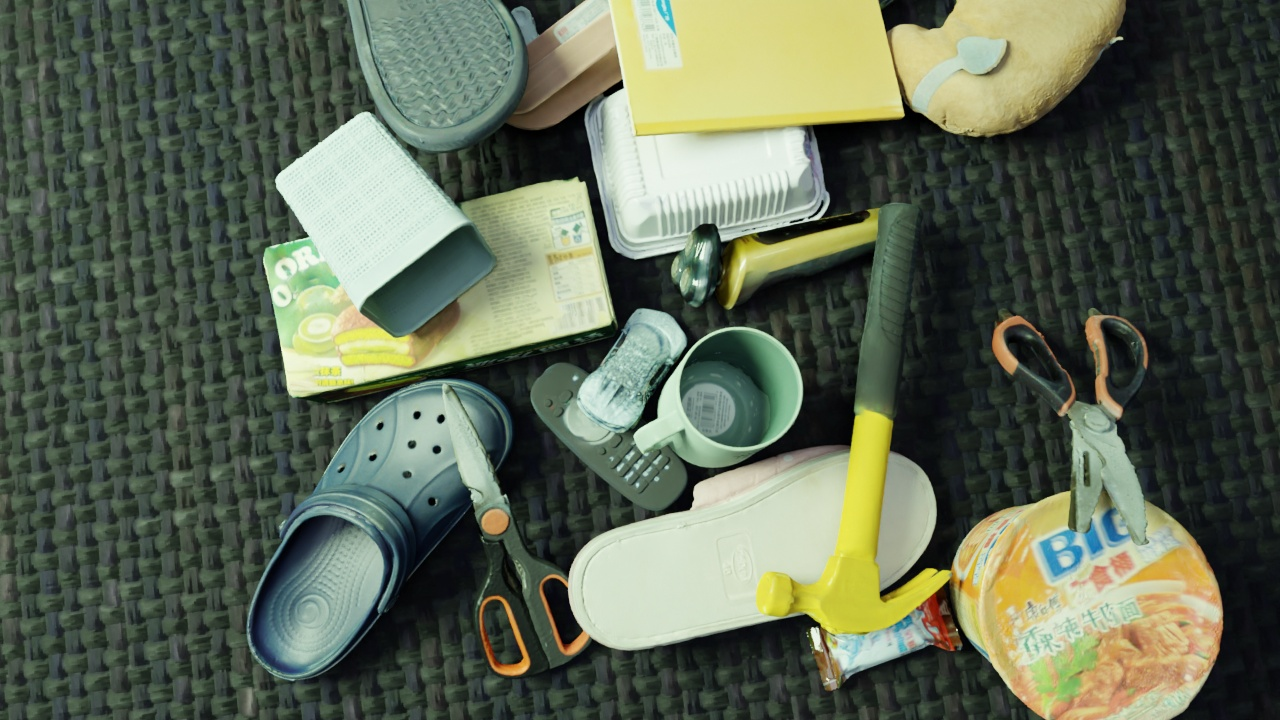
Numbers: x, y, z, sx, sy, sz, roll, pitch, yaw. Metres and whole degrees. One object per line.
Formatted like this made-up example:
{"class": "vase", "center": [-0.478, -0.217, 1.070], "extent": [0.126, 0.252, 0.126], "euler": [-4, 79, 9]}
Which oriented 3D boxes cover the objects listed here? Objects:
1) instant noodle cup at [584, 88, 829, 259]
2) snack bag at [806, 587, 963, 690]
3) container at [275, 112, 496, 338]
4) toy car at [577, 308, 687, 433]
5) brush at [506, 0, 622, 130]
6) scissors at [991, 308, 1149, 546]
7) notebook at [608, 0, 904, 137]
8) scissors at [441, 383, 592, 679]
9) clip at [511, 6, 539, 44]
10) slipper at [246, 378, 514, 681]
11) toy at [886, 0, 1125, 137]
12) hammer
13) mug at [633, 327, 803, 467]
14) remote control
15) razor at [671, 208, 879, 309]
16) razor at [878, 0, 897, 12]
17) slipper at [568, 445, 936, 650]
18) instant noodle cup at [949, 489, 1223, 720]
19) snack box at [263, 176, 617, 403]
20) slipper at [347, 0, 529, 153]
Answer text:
{"class": "instant noodle cup", "center": [0.050, -0.160, 0.689], "extent": [0.173, 0.060, 0.138], "euler": [-11, 83, -1]}
{"class": "snack bag", "center": [0.176, 0.201, 0.663], "extent": [0.104, 0.026, 0.048], "euler": [-16, 72, -1]}
{"class": "container", "center": [-0.170, -0.091, 0.610], "extent": [0.090, 0.090, 0.111], "euler": [-39, 78, -5]}
{"class": "toy car", "center": [-0.004, 0.004, 0.674], "extent": [0.049, 0.031, 0.105], "euler": [33, 65, 2]}
{"class": "brush", "center": [-0.048, -0.226, 0.687], "extent": [0.145, 0.073, 0.063], "euler": [-36, 102, -2]}
{"class": "scissors", "center": [0.295, 0.030, 0.621], "extent": [0.196, 0.015, 0.214], "euler": [-24, 47, -23]}
{"class": "notebook", "center": [0.082, -0.234, 0.659], "extent": [0.206, 0.010, 0.145], "euler": [-8, 80, -14]}
{"class": "scissors", "center": [-0.085, 0.116, 0.644], "extent": [0.125, 0.022, 0.235], "euler": [-1, 103, -14]}
{"class": "clip", "center": [-0.087, -0.248, 0.721], "extent": [0.024, 0.028, 0.057], "euler": [-15, 93, 1]}
{"class": "slipper", "center": [-0.196, 0.115, 0.650], "extent": [0.105, 0.095, 0.253], "euler": [37, 89, 2]}
{"class": "toy", "center": [0.287, -0.262, 0.680], "extent": [0.143, 0.082, 0.226], "euler": [42, 86, 20]}
{"class": "hammer", "center": [0.163, 0.038, 0.637], "extent": [0.128, 0.033, 0.300], "euler": [12, 81, -12]}
{"class": "mug", "center": [0.046, 0.036, 0.636], "extent": [0.111, 0.106, 0.082], "euler": [-26, 82, -13]}
{"class": "remote control", "center": [-0.023, 0.057, 0.684], "extent": [0.136, 0.024, 0.053], "euler": [42, 82, 6]}
{"class": "razor", "center": [0.106, -0.083, 0.682], "extent": [0.167, 0.062, 0.068], "euler": [-15, 118, -5]}
{"class": "razor", "center": [0.183, -0.271, 0.703], "extent": [0.143, 0.022, 0.042], "euler": [-36, 64, 4]}
{"class": "slipper", "center": [0.082, 0.133, 0.656], "extent": [0.274, 0.054, 0.114], "euler": [-16, 87, -11]}
{"class": "instant noodle cup", "center": [0.286, 0.161, 0.621], "extent": [0.151, 0.111, 0.151], "euler": [0, 84, 1]}
{"class": "snack box", "center": [-0.144, -0.049, 0.680], "extent": [0.240, 0.063, 0.114], "euler": [-14, 83, 0]}
{"class": "slipper", "center": [-0.150, -0.230, 0.677], "extent": [0.110, 0.083, 0.268], "euler": [-21, 55, -8]}
